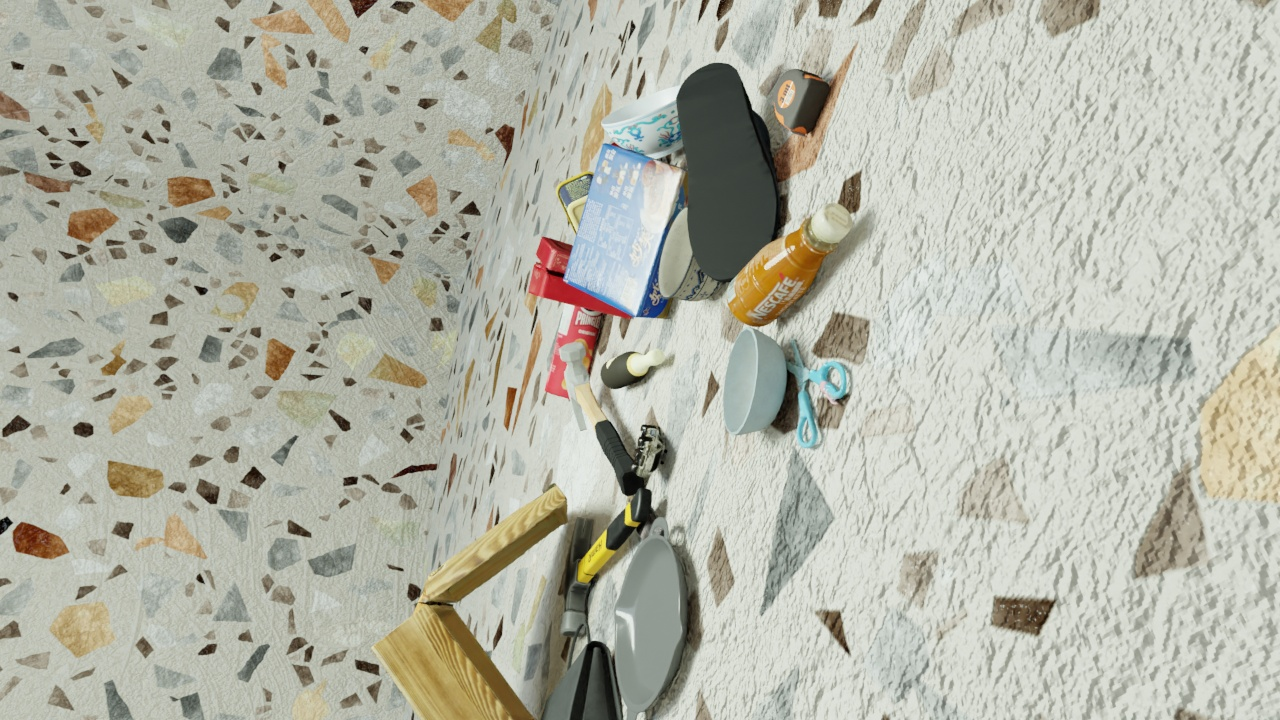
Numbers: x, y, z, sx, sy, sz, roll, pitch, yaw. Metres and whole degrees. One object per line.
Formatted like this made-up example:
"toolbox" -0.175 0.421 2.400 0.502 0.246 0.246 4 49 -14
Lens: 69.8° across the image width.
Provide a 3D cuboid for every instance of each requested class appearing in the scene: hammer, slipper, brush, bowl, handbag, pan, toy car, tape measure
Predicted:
"hammer" -0.057 0.093 1.330 0.328 0.039 0.131 -126 24 -60
"slipper" 0.108 -0.207 1.046 0.109 0.083 0.265 -18 68 25
"hammer" -0.047 0.246 1.232 0.326 0.034 0.169 123 155 -53
"brush" 0.004 0.201 1.159 0.151 0.012 0.039 -137 61 -70
"bowl" 0.114 0.023 0.891 0.106 0.039 0.106 -173 91 -80
"handbag" -0.084 0.433 1.186 0.195 0.072 0.176 -89 21 -46
"pan" 0.005 0.355 1.026 0.217 0.024 0.354 159 122 -69
"bowl" 0.071 -0.124 1.108 0.115 0.059 0.115 -168 91 -72
"toy car" 0.013 0.114 1.160 0.112 0.040 0.048 -74 1 -79
"bowl" 0.022 -0.342 1.352 0.144 0.144 0.074 -123 9 -66
"tape measure" 0.168 -0.272 0.960 0.058 0.038 0.058 55 132 49

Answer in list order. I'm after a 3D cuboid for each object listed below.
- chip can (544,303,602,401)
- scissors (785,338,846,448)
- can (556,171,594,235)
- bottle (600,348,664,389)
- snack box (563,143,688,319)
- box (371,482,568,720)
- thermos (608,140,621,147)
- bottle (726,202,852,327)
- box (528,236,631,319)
"chip can" -0.108 -0.048 1.582 0.073 0.073 0.233 -151 74 -72
"scissors" 0.150 0.032 0.845 0.142 0.015 0.095 -123 48 -75
"can" -0.078 -0.231 1.527 0.104 0.075 0.135 -115 0 -59
"bottle" -0.008 0.007 1.277 0.185 0.045 0.045 157 124 -68
"snack box" -0.008 -0.177 1.261 0.155 0.069 0.203 29 108 38
"box" -0.185 0.376 1.334 0.336 0.286 0.279 -39 -9 -12
"thermos" -0.012 -0.270 1.421 0.108 0.084 0.198 -62 25 24
"bottle" 0.141 -0.091 0.869 0.168 0.059 0.059 132 147 -56
"box" -0.089 -0.123 1.441 0.130 0.157 0.098 -139 66 -72
